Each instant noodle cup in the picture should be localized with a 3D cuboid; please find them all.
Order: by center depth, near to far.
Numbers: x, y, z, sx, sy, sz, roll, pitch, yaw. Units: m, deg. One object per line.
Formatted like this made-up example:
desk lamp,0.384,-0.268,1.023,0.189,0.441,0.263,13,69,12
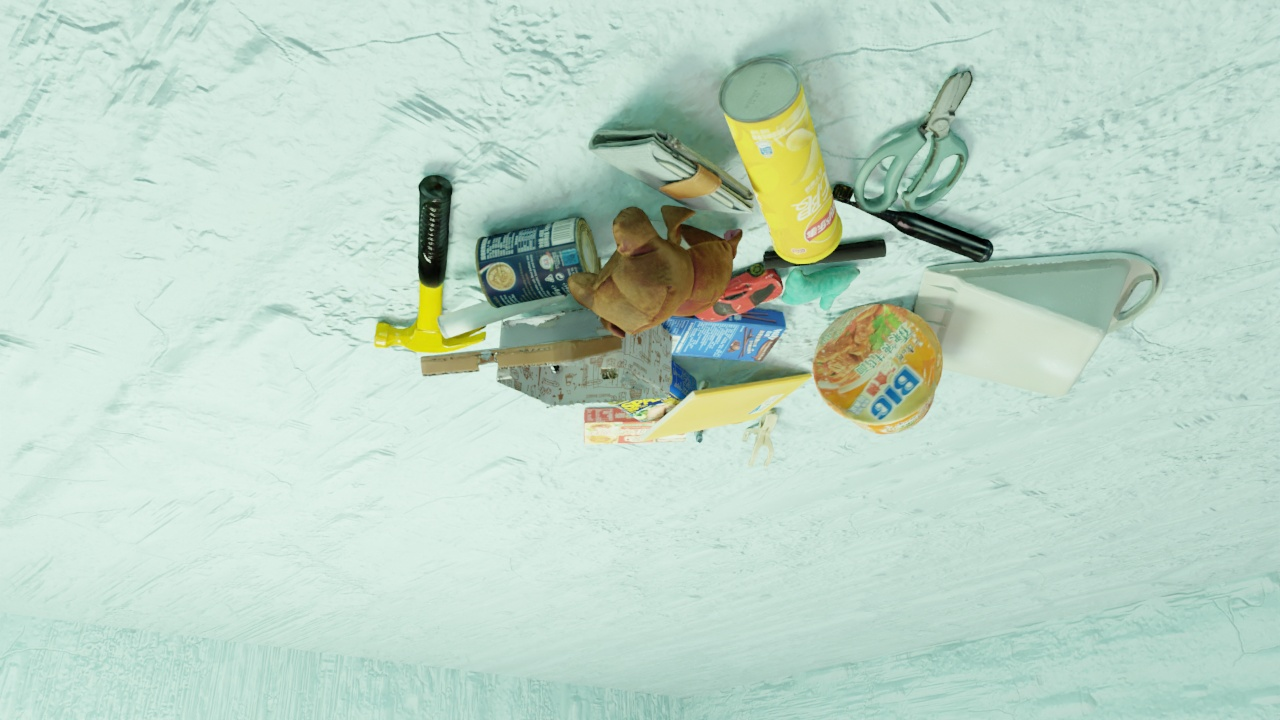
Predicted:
instant noodle cup,0.295,0.020,1.126,0.151,0.151,0.111,-13,157,17

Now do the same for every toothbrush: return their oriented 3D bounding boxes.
toothbrush,0.282,-0.142,0.950,0.212,0.026,0.027,15,112,-25
toothbrush,-0.113,-0.070,0.999,0.221,0.026,0.027,-18,148,3
toothbrush,0.089,0.076,1.324,0.016,0.017,0.188,-3,151,-2

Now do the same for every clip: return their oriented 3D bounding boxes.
clip,0.184,0.123,1.372,0.035,0.096,0.101,4,161,-13

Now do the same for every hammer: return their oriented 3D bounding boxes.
hammer,-0.223,-0.090,0.985,0.128,0.032,0.302,3,150,-12

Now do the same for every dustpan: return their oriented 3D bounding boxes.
dustpan,0.480,-0.065,1.121,0.258,0.142,0.223,21,156,18

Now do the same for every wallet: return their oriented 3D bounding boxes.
wallet,0.030,-0.166,0.826,0.129,0.037,0.107,23,179,-36

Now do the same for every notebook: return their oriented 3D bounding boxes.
notebook,0.117,0.064,1.247,0.205,0.010,0.146,-7,156,-34

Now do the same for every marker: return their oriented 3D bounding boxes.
marker,0.199,-0.115,0.995,0.132,0.020,0.022,-5,137,6

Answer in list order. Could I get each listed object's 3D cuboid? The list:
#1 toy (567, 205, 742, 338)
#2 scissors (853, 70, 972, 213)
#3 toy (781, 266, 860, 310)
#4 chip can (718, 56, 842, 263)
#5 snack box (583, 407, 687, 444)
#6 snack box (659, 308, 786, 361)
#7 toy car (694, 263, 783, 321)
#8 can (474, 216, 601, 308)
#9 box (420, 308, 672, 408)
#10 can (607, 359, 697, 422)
toy,0.020,-0.090,0.907,0.199,0.130,0.140,-9,149,-51
scissors,0.283,-0.198,0.854,0.129,0.019,0.186,7,144,-28
toy,0.201,-0.081,1.033,0.092,0.030,0.097,-13,152,-12
chip can,0.132,-0.174,0.831,0.072,0.072,0.213,-12,149,15
snack box,-0.007,0.096,1.343,0.153,0.025,0.075,-1,150,-4
snack box,0.089,-0.034,1.119,0.157,0.026,0.085,5,149,-13
toy car,0.109,-0.072,1.041,0.106,0.031,0.049,-22,145,17
can,-0.102,-0.100,0.935,0.111,0.075,0.075,-10,150,12
box,-0.092,-0.008,1.000,0.179,0.102,0.260,-5,163,26
can,0.015,0.038,1.212,0.102,0.057,0.083,-18,150,25
